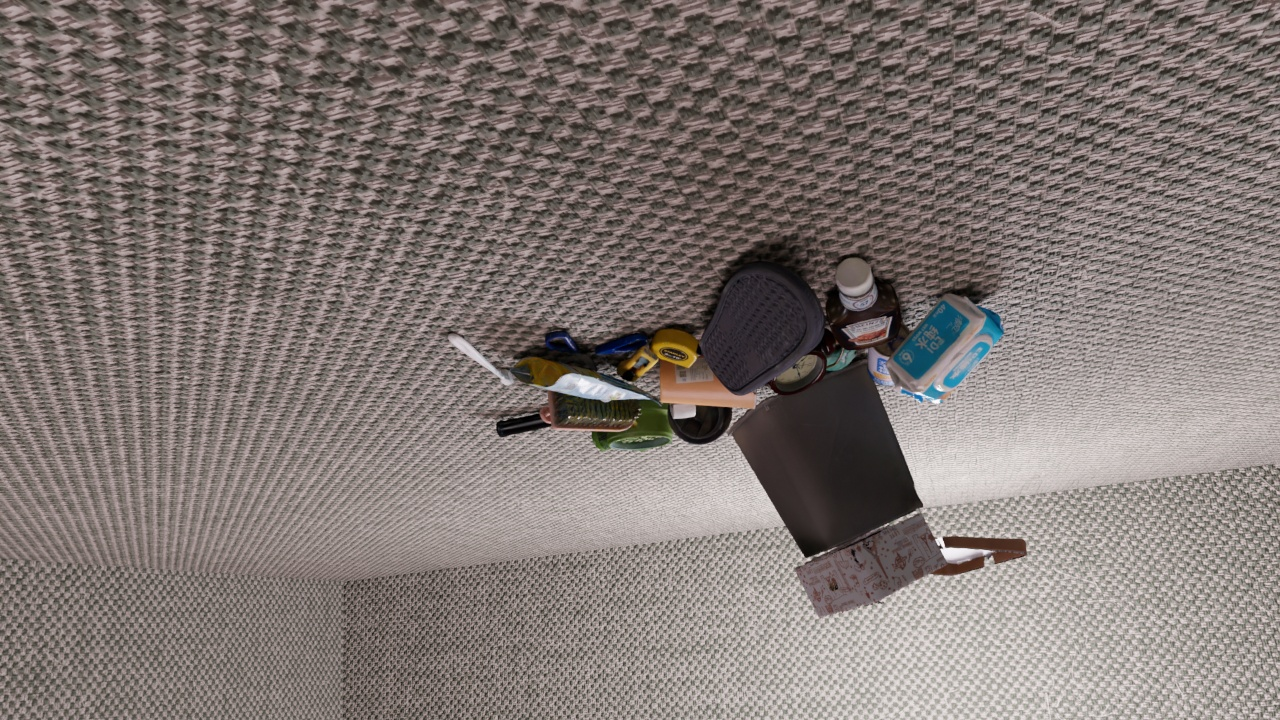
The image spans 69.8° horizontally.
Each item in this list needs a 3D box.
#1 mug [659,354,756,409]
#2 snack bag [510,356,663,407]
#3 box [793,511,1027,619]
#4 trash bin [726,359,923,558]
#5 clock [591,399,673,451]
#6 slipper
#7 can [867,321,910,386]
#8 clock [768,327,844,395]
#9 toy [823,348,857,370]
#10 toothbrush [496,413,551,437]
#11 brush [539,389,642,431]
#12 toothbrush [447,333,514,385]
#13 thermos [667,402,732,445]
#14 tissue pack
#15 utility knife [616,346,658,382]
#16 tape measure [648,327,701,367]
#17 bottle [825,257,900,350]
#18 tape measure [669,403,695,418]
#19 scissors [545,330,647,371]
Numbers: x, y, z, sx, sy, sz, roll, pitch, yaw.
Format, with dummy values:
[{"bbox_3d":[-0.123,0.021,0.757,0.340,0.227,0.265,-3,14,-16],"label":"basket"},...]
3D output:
[{"bbox_3d":[0.086,0.025,1.188,0.123,0.078,0.078,-1,163,1],"label":"mug"},{"bbox_3d":[-0.066,0.032,1.173,0.110,0.038,0.190,-4,166,40],"label":"snack bag"},{"bbox_3d":[0.366,0.273,1.258,0.271,0.106,0.178,-6,160,-20],"label":"box"},{"bbox_3d":[0.266,0.146,1.304,0.198,0.219,0.199,-21,167,-15],"label":"trash bin"},{"bbox_3d":[-0.011,0.107,1.442,0.116,0.056,0.162,6,160,-29],"label":"clock"},{"bbox_3d":[0.138,-0.041,0.981,0.083,0.110,0.269,-32,171,-19],"label":"slipper"},{"bbox_3d":[0.318,-0.009,1.176,0.053,0.053,0.134,-9,162,11],"label":"can"},{"bbox_3d":[0.192,-0.004,1.113,0.121,0.055,0.082,-7,136,-21],"label":"clock"},{"bbox_3d":[0.248,-0.005,1.212,0.091,0.030,0.097,-3,156,-24],"label":"toy"},{"bbox_3d":[-0.117,0.086,1.391,0.213,0.027,0.026,-11,153,14],"label":"toothbrush"},{"bbox_3d":[-0.067,0.071,1.304,0.145,0.063,0.073,6,155,-37],"label":"brush"},{"bbox_3d":[-0.192,-0.003,1.118,0.016,0.016,0.180,-11,159,11],"label":"toothbrush"},{"bbox_3d":[0.094,0.080,1.348,0.093,0.093,0.143,-9,171,11],"label":"thermos"},{"bbox_3d":[0.361,-0.011,1.085,0.090,0.063,0.140,17,116,-50],"label":"tissue pack"},{"bbox_3d":[-0.007,0.007,1.156,0.033,0.015,0.155,29,164,-5],"label":"utility knife"},{"bbox_3d":[0.043,-0.019,1.100,0.060,0.028,0.057,18,157,-8],"label":"tape measure"},{"bbox_3d":[0.242,-0.061,1.008,0.080,0.044,0.195,-14,160,14],"label":"bottle"},{"bbox_3d":[0.056,0.046,1.252,0.033,0.066,0.066,-6,162,-2],"label":"tape measure"},{"bbox_3d":[-0.068,-0.011,1.128,0.176,0.012,0.162,-14,162,29],"label":"scissors"}]
